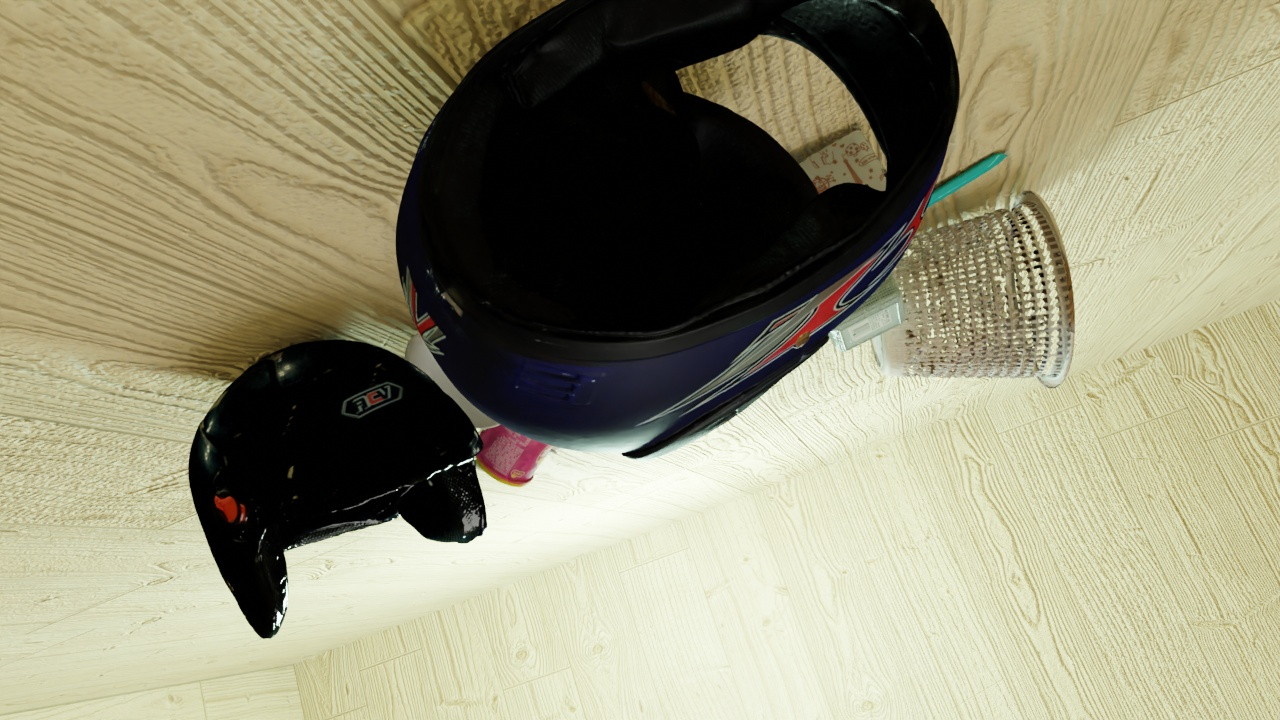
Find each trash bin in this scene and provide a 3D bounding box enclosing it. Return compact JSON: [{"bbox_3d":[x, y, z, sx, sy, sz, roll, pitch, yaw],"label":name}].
[{"bbox_3d":[0.364,-0.067,1.057,0.192,0.227,0.227,-8,165,8],"label":"trash bin"}]

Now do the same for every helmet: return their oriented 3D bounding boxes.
[{"bbox_3d":[-0.267,0.091,0.804,0.232,0.230,0.276,-23,172,-45],"label":"helmet"},{"bbox_3d":[0.015,-0.081,0.555,0.315,0.247,0.240,-28,168,-6],"label":"helmet"}]

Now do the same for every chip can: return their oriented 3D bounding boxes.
[{"bbox_3d":[-0.085,0.026,0.915,0.211,0.071,0.071,-54,151,17],"label":"chip can"}]

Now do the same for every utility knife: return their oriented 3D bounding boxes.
[{"bbox_3d":[0.313,-0.175,0.964,0.152,0.013,0.029,-32,162,30],"label":"utility knife"}]

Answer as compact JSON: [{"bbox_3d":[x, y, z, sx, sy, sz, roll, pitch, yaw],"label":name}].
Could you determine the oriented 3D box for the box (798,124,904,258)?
[{"bbox_3d":[0.104,-0.099,0.858,0.261,0.105,0.178,-27,163,8],"label":"box"}]

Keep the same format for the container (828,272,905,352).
[{"bbox_3d":[0.217,-0.080,0.960,0.090,0.111,0.090,-28,155,8],"label":"container"}]

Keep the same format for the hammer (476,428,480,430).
[{"bbox_3d":[-0.108,0.069,1.243,0.129,0.032,0.300,-29,160,35],"label":"hammer"}]

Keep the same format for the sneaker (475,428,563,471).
[{"bbox_3d":[-0.117,0.070,1.040,0.090,0.089,0.243,-13,168,-47],"label":"sneaker"}]

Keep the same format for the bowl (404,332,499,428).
[{"bbox_3d":[-0.161,0.001,0.891,0.119,0.118,0.064,-33,-165,39],"label":"bowl"}]
